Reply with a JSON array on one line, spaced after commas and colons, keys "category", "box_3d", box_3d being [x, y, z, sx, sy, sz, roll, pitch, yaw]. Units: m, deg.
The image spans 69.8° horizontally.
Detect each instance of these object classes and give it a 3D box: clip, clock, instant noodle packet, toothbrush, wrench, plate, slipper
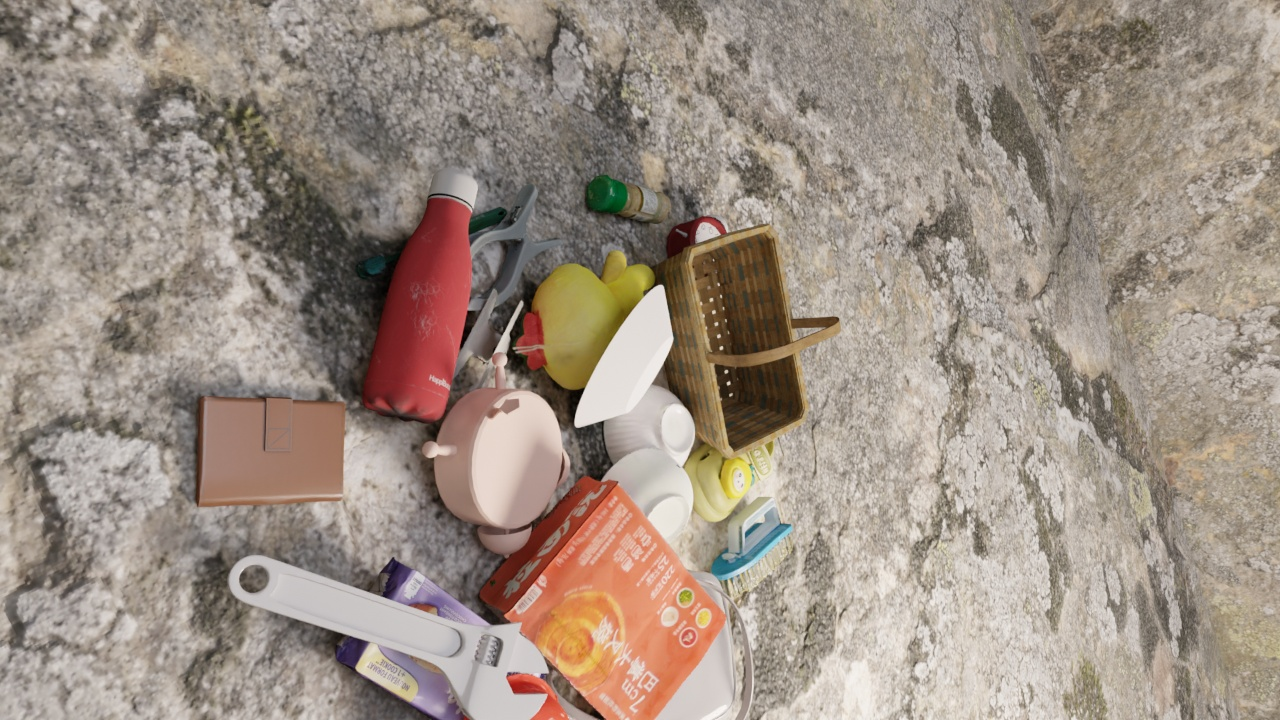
[{"category": "clip", "box_3d": [-0.150, -0.017, 0.906, 0.057, 0.054, 0.102, 31, 79, -21]}, {"category": "clock", "box_3d": [-0.122, 0.094, 0.864, 0.130, 0.086, 0.161, -58, 143, -38]}, {"category": "instant noodle packet", "box_3d": [-0.021, 0.247, 0.898, 0.221, 0.084, 0.164, 49, 67, -17]}, {"category": "toothbrush", "box_3d": [-0.198, -0.119, 0.898, 0.189, 0.017, 0.016, -34, 106, -45]}, {"category": "clip", "box_3d": [-0.147, -0.121, 0.929, 0.162, 0.028, 0.106, -47, 127, -41]}, {"category": "wrench", "box_3d": [-0.195, 0.224, 0.730, 0.273, 0.018, 0.086, 26, 65, -22]}, {"category": "plate", "box_3d": [-0.006, 0.005, 0.964, 0.036, 0.174, 0.173, 31, 49, 9]}, {"category": "clock", "box_3d": [0.084, -0.142, 1.178, 0.124, 0.044, 0.087, -19, 95, -46]}, {"category": "slipper", "box_3d": [0.129, 0.128, 1.136, 0.190, 0.082, 0.091, -38, 111, -47]}]

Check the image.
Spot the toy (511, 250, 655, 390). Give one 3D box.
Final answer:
[{"category": "toy", "box_3d": [-0.046, -0.045, 0.986, 0.207, 0.092, 0.134, -36, 121, -53]}]

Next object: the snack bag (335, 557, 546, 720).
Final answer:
[{"category": "snack bag", "box_3d": [-0.172, 0.266, 0.806, 0.205, 0.059, 0.096, 49, 54, -31]}]

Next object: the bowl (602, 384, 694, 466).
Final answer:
[{"category": "bowl", "box_3d": [0.020, 0.081, 1.045, 0.118, 0.062, 0.118, 13, 72, -44]}]

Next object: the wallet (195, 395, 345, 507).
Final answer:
[{"category": "wallet", "box_3d": [-0.299, 0.074, 0.749, 0.120, 0.013, 0.087, 6, 81, -45]}]

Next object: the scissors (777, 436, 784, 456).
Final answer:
[{"category": "scissors", "box_3d": [0.166, 0.050, 1.225, 0.131, 0.019, 0.149, 70, 2, -50]}]

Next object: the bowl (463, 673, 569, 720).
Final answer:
[{"category": "bowl", "box_3d": [-0.100, 0.344, 0.799, 0.130, 0.045, 0.130, 2, 88, -49]}]

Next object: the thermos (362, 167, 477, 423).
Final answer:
[{"category": "thermos", "box_3d": [-0.192, -0.065, 0.838, 0.073, 0.073, 0.239, 24, 69, -41]}]

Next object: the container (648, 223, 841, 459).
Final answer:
[{"category": "container", "box_3d": [0.126, -0.024, 1.055, 0.157, 0.187, 0.250, -21, 105, -35]}]

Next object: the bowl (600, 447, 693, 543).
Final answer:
[{"category": "bowl", "box_3d": [0.011, 0.157, 0.981, 0.113, 0.063, 0.114, -16, 121, -29]}]

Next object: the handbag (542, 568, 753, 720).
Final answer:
[{"category": "handbag", "box_3d": [0.001, 0.325, 0.957, 0.222, 0.096, 0.215, -1, 80, -34]}]

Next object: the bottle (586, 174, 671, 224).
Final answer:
[{"category": "bottle", "box_3d": [-0.012, -0.190, 1.091, 0.110, 0.043, 0.043, 5, 77, -46]}]

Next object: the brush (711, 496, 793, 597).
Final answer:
[{"category": "brush", "box_3d": [0.131, 0.229, 1.129, 0.135, 0.055, 0.075, -29, 106, -46]}]
